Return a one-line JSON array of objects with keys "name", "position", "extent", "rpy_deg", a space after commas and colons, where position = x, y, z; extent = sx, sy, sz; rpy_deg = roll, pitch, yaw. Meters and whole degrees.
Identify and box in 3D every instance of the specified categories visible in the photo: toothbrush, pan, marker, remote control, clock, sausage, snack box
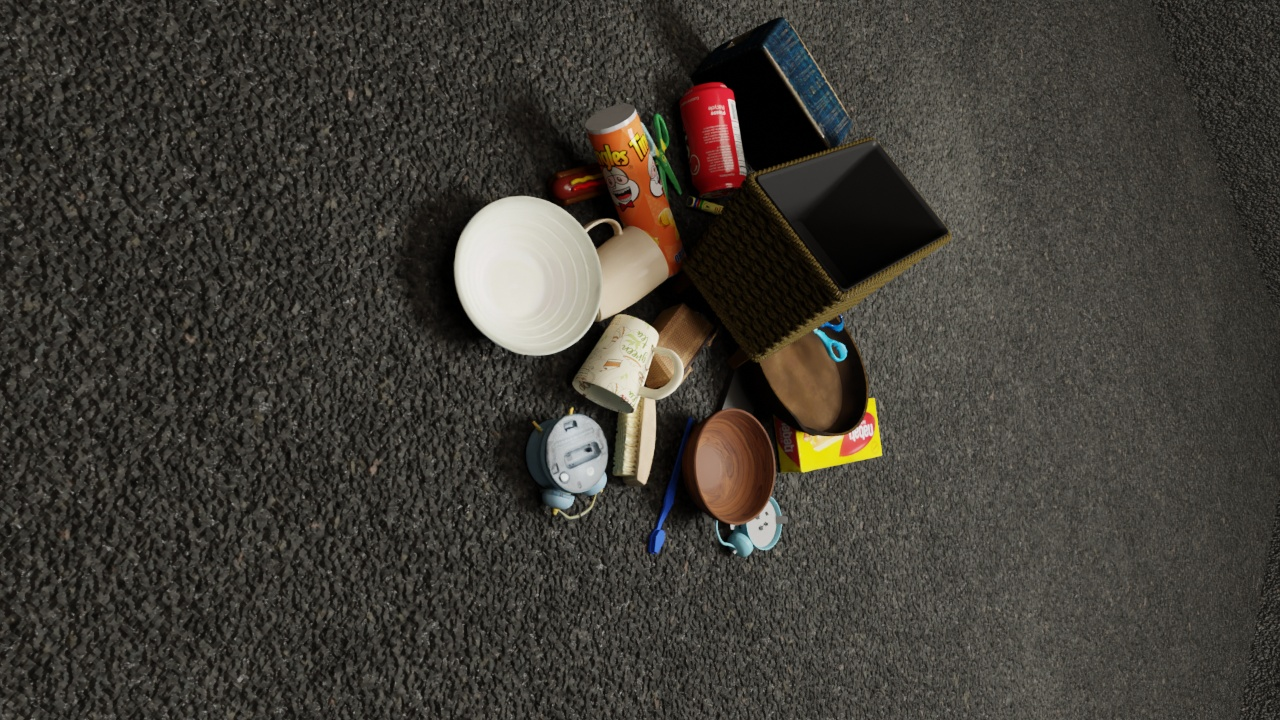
[{"name": "toothbrush", "position": [0.042, 0.157, 1.175], "extent": [0.016, 0.011, 0.186], "rpy_deg": [33, 64, -33]}, {"name": "pan", "position": [0.180, -0.024, 1.278], "extent": [0.356, 0.043, 0.248], "rpy_deg": [31, 50, -24]}, {"name": "marker", "position": [0.117, -0.209, 1.289], "extent": [0.132, 0.014, 0.014], "rpy_deg": [8, 79, -40]}, {"name": "remote control", "position": [0.138, 0.048, 1.272], "extent": [0.058, 0.013, 0.133], "rpy_deg": [37, 62, -31]}, {"name": "clock", "position": [-0.082, 0.119, 1.048], "extent": [0.088, 0.052, 0.124], "rpy_deg": [-21, 98, -42]}, {"name": "clock", "position": [0.145, 0.219, 1.235], "extent": [0.123, 0.042, 0.087], "rpy_deg": [2, 82, -42]}, {"name": "sausage", "position": [-0.049, -0.225, 1.132], "extent": [0.155, 0.040, 0.040], "rpy_deg": [-25, 100, -40]}, {"name": "snack box", "position": [0.281, 0.110, 1.367], "extent": [0.200, 0.042, 0.092], "rpy_deg": [-4, 85, -41]}]

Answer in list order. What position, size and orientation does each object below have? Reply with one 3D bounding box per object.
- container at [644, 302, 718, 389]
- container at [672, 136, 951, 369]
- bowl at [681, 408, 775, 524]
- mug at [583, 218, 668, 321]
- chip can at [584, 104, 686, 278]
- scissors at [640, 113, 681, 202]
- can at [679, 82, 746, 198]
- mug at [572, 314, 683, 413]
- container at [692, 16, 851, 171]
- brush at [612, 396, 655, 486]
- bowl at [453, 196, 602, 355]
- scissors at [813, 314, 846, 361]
[{"name": "container", "position": [0.039, -0.019, 1.167], "extent": [0.061, 0.063, 0.113], "rpy_deg": [48, 56, -16]}, {"name": "container", "position": [0.211, -0.132, 1.172], "extent": [0.320, 0.206, 0.176], "rpy_deg": [-27, 78, -46]}, {"name": "bowl", "position": [0.101, 0.138, 1.190], "extent": [0.147, 0.069, 0.147], "rpy_deg": [7, 78, -39]}, {"name": "mug", "position": [-0.038, -0.112, 1.093], "extent": [0.104, 0.085, 0.111], "rpy_deg": [-40, 115, -22]}, {"name": "chip can", "position": [-0.002, -0.200, 1.112], "extent": [0.062, 0.062, 0.210], "rpy_deg": [-50, 134, -33]}, {"name": "scissors", "position": [0.023, -0.264, 1.200], "extent": [0.119, 0.012, 0.128], "rpy_deg": [2, 79, -61]}, {"name": "can", "position": [0.099, -0.298, 1.245], "extent": [0.074, 0.075, 0.142], "rpy_deg": [-9, 90, -41]}, {"name": "mug", "position": [-0.006, 0.006, 1.076], "extent": [0.097, 0.122, 0.081], "rpy_deg": [-65, 151, -17]}, {"name": "container", "position": [0.183, -0.362, 1.280], "extent": [0.187, 0.146, 0.071], "rpy_deg": [49, 60, -25]}, {"name": "brush", "position": [-0.008, 0.094, 1.117], "extent": [0.039, 0.049, 0.117], "rpy_deg": [8, 78, -21]}, {"name": "bowl", "position": [-0.132, -0.089, 1.021], "extent": [0.176, 0.058, 0.176], "rpy_deg": [4, 81, -31]}, {"name": "scissors", "position": [0.247, -0.058, 1.314], "extent": [0.135, 0.016, 0.086], "rpy_deg": [29, 55, -20]}]
